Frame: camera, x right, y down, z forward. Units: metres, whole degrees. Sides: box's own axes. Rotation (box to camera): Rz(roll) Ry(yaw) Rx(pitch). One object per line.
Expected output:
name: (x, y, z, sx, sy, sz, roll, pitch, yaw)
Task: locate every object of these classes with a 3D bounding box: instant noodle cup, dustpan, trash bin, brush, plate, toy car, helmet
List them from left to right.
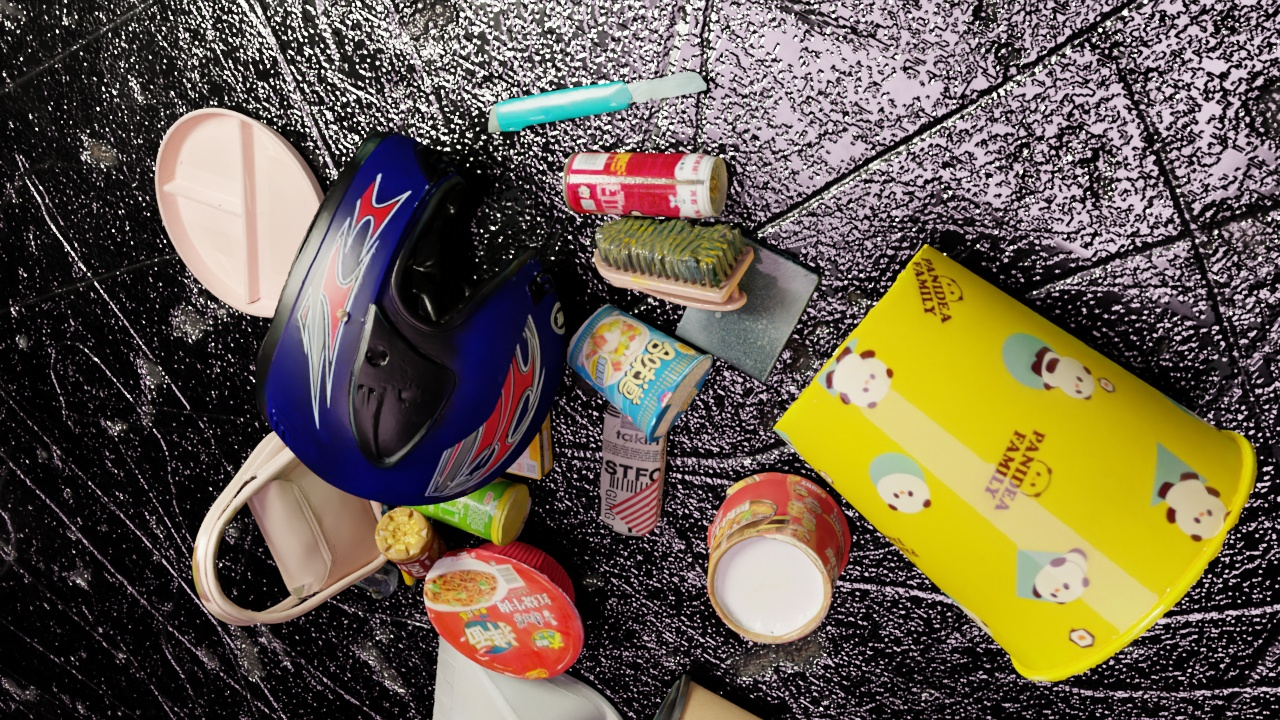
plate: (-0.426, -0.158, 0.993, 0.230, 0.028, 0.230, 10, 117, 20)
toy car: (-0.349, 0.267, 1.166, 0.091, 0.034, 0.043, 17, 123, 19)
helmet: (-0.185, -0.019, 0.835, 0.240, 0.247, 0.316, 23, 102, -5)
instant noodle cup: (-0.147, 0.274, 1.050, 0.194, 0.065, 0.194, 9, 123, 14)
dustpan: (-0.139, 0.462, 1.182, 0.258, 0.142, 0.223, 39, 130, 39)
instant noodle cup: (-0.005, 0.005, 0.848, 0.110, 0.099, 0.099, 36, 124, 15)
brush: (0.022, -0.082, 0.800, 0.146, 0.063, 0.073, 12, 143, 31)
instant noodle cup: (0.125, 0.187, 0.848, 0.138, 0.108, 0.138, 3, 106, 12)
trash bin: (0.255, 0.063, 0.685, 0.255, 0.228, 0.230, 39, 124, 9)

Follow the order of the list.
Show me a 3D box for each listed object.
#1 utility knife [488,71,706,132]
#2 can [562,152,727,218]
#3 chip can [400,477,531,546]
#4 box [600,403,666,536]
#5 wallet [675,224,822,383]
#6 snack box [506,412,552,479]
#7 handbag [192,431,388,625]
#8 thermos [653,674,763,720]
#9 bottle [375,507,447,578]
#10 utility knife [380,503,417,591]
utility knife: (-0.044, -0.223, 0.793, 0.218, 0.013, 0.029, -1, 112, 28)
can: (0.004, -0.150, 0.784, 0.133, 0.053, 0.053, 6, 117, 22)
chip can: (-0.235, 0.139, 1.027, 0.221, 0.072, 0.073, 17, 120, 16)
box: (-0.009, 0.110, 0.925, 0.068, 0.051, 0.164, 2, 117, 2)
wallet: (0.094, -0.049, 0.816, 0.097, 0.019, 0.121, 29, 122, 10)
snack box: (-0.163, 0.071, 0.985, 0.140, 0.033, 0.087, 9, 118, 19)
handbag: (-0.398, 0.195, 1.032, 0.093, 0.233, 0.193, -9, 110, 26)
thermos: (0.081, 0.412, 1.014, 0.143, 0.092, 0.093, 22, 122, 5)
bottle: (-0.253, 0.211, 1.033, 0.057, 0.057, 0.175, 30, 160, 8)
utility knife: (-0.287, 0.224, 1.099, 0.015, 0.033, 0.172, 10, 134, 13)
